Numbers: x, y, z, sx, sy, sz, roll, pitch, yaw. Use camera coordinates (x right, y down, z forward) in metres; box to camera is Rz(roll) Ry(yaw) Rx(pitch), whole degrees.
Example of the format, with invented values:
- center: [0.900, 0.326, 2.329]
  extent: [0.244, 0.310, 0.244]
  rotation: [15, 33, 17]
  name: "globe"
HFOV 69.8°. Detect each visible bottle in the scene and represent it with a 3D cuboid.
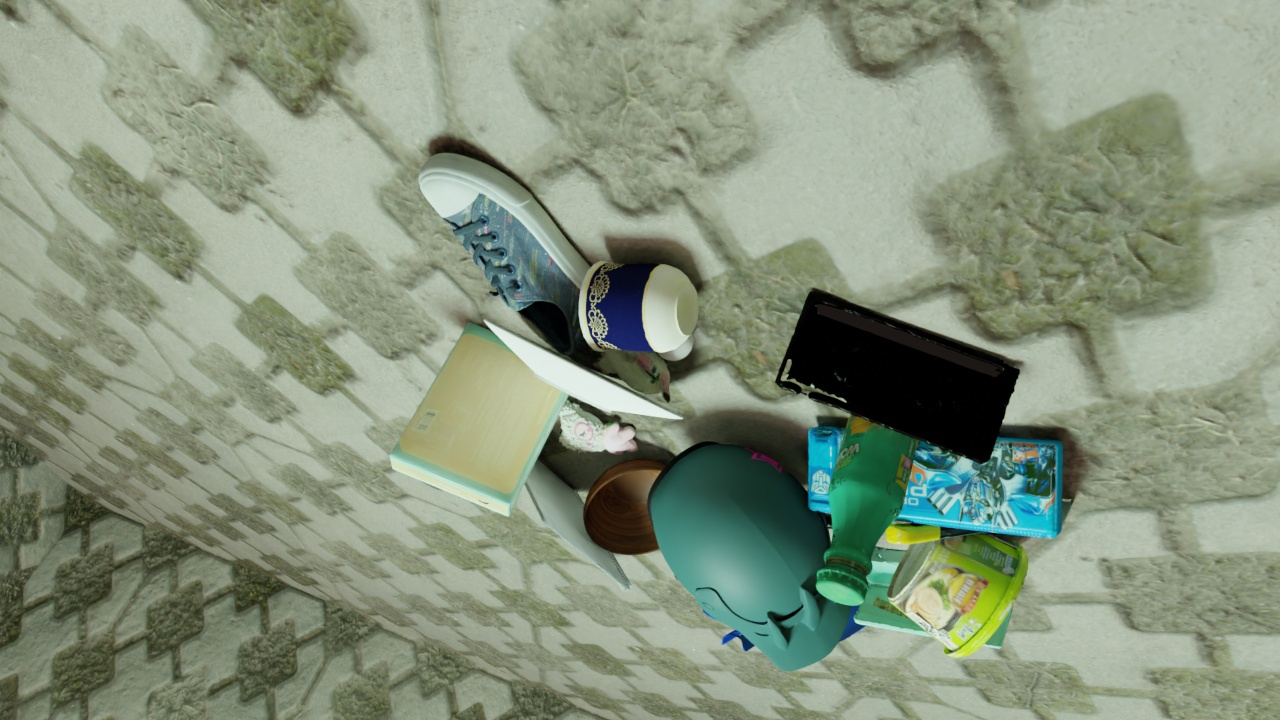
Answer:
- center: [0.208, 0.120, 0.841]
  extent: [0.068, 0.209, 0.068]
  rotation: [18, 150, 11]
  name: "bottle"

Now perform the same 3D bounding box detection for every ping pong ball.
- center: [0.033, -0.020, 0.916]
  extent: [0.040, 0.040, 0.040]
  rotation: [18, 149, 11]
  name: "ping pong ball"

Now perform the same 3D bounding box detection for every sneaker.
- center: [-0.119, -0.095, 0.869]
  extent: [0.088, 0.079, 0.235]
  rotation: [-12, 134, 46]
  name: "sneaker"

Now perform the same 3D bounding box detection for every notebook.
- center: [-0.108, 0.197, 1.243]
  extent: [0.178, 0.013, 0.245]
  rotation: [46, -179, -33]
  name: "notebook"

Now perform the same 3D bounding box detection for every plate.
- center: [-0.065, 0.021, 0.953]
  extent: [0.229, 0.030, 0.229]
  rotation: [26, 179, 0]
  name: "plate"

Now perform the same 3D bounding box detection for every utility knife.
- center: [0.322, 0.174, 0.953]
  extent: [0.172, 0.020, 0.029]
  rotation: [2, -179, -32]
  name: "utility knife"

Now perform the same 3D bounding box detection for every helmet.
- center: [0.133, 0.225, 1.049]
  extent: [0.200, 0.176, 0.275]
  rotation: [37, 162, 48]
  name: "helmet"

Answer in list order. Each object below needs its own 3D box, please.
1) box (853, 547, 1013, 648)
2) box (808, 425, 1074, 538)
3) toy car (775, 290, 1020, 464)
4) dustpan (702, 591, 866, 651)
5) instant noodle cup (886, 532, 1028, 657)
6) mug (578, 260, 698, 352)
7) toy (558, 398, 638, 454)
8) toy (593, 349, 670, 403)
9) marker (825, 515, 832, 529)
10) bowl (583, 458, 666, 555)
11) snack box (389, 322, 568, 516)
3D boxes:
- center: [0.352, 0.294, 1.129]
  extent: [0.189, 0.092, 0.077]
  rotation: [-2, 142, 38]
  name: "box"
- center: [0.305, 0.117, 0.939]
  extent: [0.244, 0.094, 0.115]
  rotation: [1, -177, 35]
  name: "box"
- center: [0.221, 0.019, 0.816]
  extent: [0.192, 0.094, 0.071]
  rotation: [20, 171, 6]
  name: "toy car"
- center: [0.167, 0.329, 1.218]
  extent: [0.246, 0.059, 0.257]
  rotation: [8, 179, 26]
  name: "dustpan"
- center: [0.345, 0.241, 1.012]
  extent: [0.098, 0.145, 0.146]
  rotation: [33, 151, 9]
  name: "instant noodle cup"
- center: [0.009, -0.048, 0.861]
  extent: [0.089, 0.085, 0.111]
  rotation: [4, 179, 27]
  name: "mug"
- center: [-0.057, 0.095, 1.164]
  extent: [0.109, 0.041, 0.096]
  rotation: [12, 147, 10]
  name: "toy"
- center: [-0.006, 0.006, 0.974]
  extent: [0.087, 0.050, 0.112]
  rotation: [43, 173, -35]
  name: "toy"
- center: [0.193, 0.196, 1.161]
  extent: [0.134, 0.018, 0.015]
  rotation: [9, 127, 24]
  name: "marker"
- center: [-0.006, 0.179, 1.209]
  extent: [0.147, 0.068, 0.147]
  rotation: [-6, 123, -9]
  name: "bowl"
- center: [-0.173, 0.062, 1.038]
  extent: [0.141, 0.193, 0.044]
  rotation: [22, 148, 4]
  name: "snack box"
